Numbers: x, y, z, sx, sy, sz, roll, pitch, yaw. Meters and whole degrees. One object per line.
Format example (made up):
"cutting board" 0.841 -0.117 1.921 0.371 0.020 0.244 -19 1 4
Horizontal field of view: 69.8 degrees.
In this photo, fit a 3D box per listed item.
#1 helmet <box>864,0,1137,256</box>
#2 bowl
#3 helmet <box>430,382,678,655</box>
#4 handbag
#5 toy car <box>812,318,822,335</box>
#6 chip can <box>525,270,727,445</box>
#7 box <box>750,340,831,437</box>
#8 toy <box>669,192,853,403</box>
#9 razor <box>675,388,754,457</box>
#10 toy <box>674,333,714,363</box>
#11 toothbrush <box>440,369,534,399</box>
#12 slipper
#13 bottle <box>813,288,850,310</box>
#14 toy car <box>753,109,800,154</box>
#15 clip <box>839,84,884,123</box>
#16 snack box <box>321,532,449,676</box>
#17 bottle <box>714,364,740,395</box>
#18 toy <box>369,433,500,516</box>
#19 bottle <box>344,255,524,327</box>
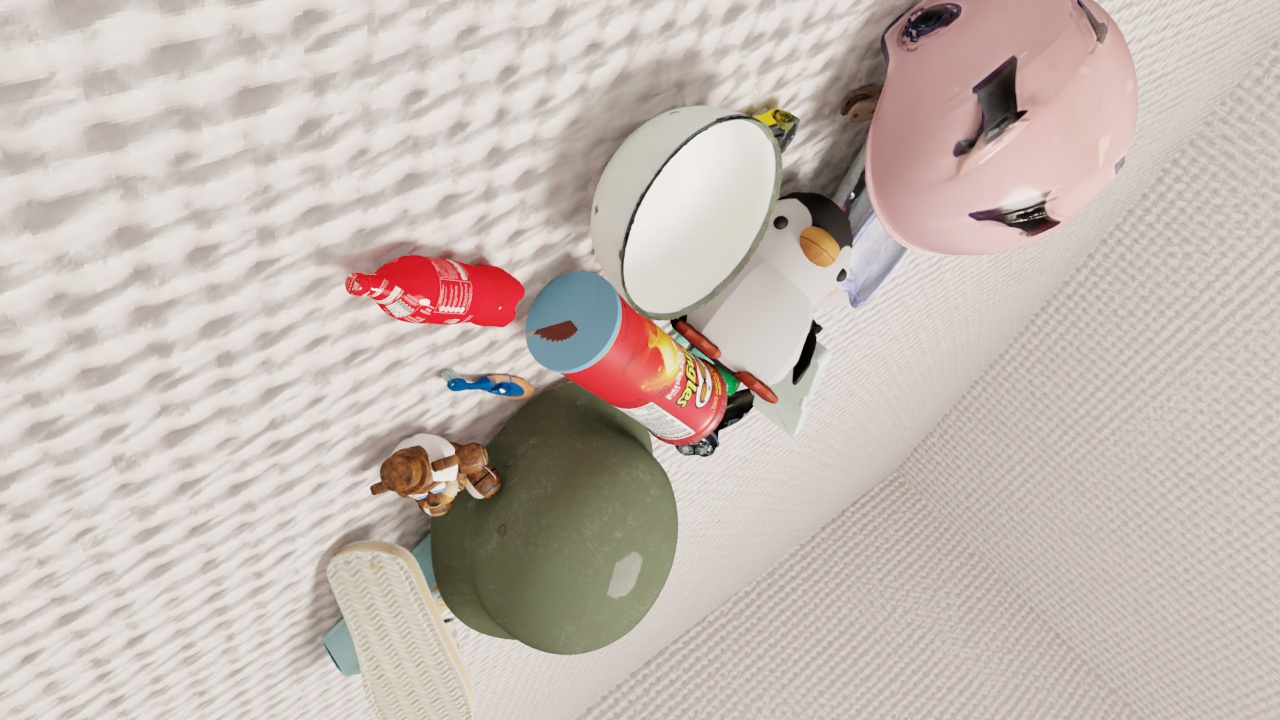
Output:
"helmet" 0.313 -0.197 0.771 0.255 0.153 0.230 -36 120 -20
"bowl" 0.023 -0.111 0.645 0.153 0.073 0.154 -31 142 -28
"helmet" -0.056 0.158 0.833 0.226 0.154 0.268 14 92 -29
"handbag" 0.221 -0.147 0.918 0.069 0.126 0.159 14 138 -12
"toy car" 0.179 -0.032 1.098 0.044 0.056 0.120 -49 179 30
"chip can" -0.005 0.004 0.774 0.087 0.087 0.213 -44 147 6
"box" 0.143 0.000 1.011 0.044 0.136 0.197 -31 157 -15
"toy" 0.119 -0.075 0.867 0.184 0.159 0.140 -52 -162 1
"razor" 0.105 0.079 1.200 0.140 0.063 0.053 -27 156 -31
"toy" 0.069 -0.021 0.990 0.085 0.033 0.105 -27 158 -7
"toothbrush" -0.123 0.020 0.754 0.021 0.017 0.135 -43 162 12
"slipper" -0.223 0.266 0.866 0.052 0.115 0.263 -80 164 -58
"bottle" 0.202 -0.085 1.066 0.194 0.052 0.053 -11 143 -53
"toy car" 0.083 -0.169 0.720 0.106 0.030 0.049 -24 152 -34
"clip" 0.205 -0.235 0.826 0.061 0.049 0.026 7 147 -6
"snack box" -0.238 0.248 0.944 0.175 0.053 0.075 -45 157 5
"bottle" 0.070 0.035 1.083 0.110 0.043 0.043 -20 150 -43
"toy" -0.170 0.093 0.744 0.087 0.067 0.112 -21 175 11
"bottle" -0.127 -0.043 0.578 0.042 0.042 0.141 -50 158 20
